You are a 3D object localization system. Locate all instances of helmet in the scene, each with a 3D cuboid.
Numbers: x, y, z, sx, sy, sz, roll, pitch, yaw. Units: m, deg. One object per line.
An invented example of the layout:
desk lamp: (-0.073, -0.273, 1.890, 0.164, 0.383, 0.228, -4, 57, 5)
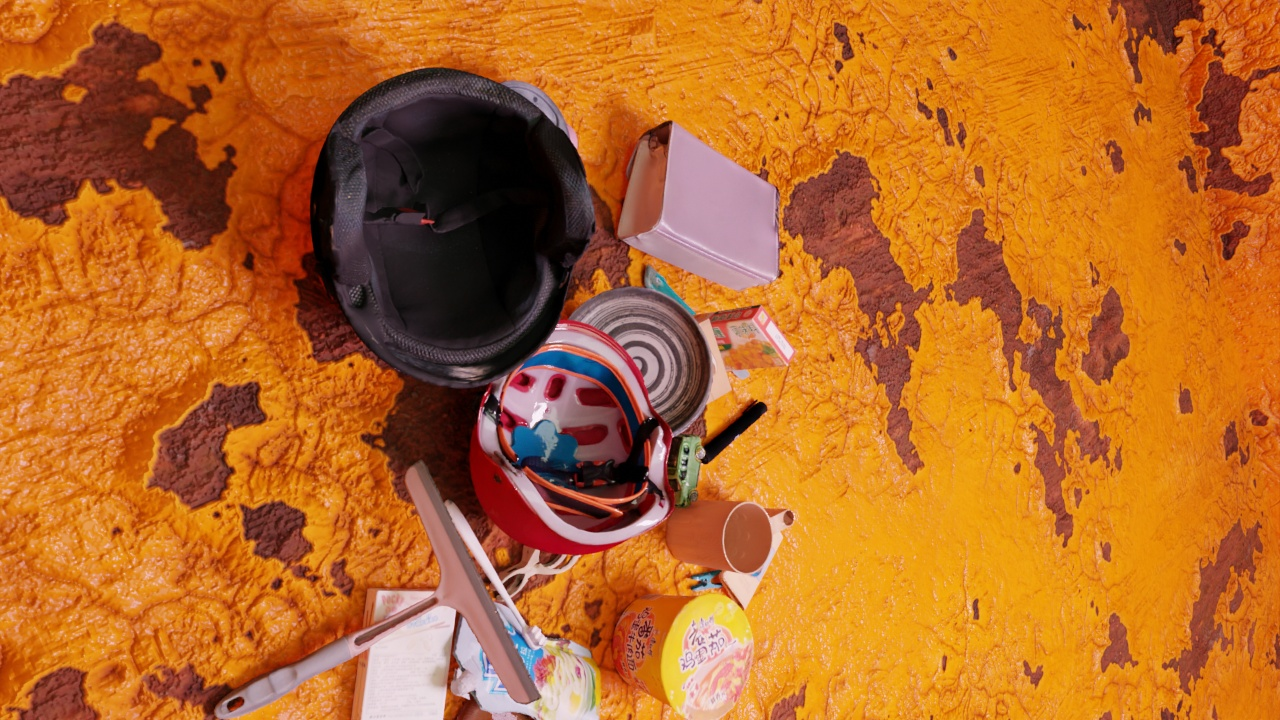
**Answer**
helmet: (-0.084, 0.092, 0.945, 0.206, 0.144, 0.239, 12, 53, -26)
helmet: (-0.177, -0.120, 0.833, 0.233, 0.230, 0.275, -7, 103, -20)

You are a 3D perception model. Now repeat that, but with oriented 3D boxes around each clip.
clip: (0.084, 0.274, 1.145, 0.056, 0.014, 0.043, 3, 86, -41)
clip: (-0.106, 0.224, 0.984, 0.092, 0.035, 0.103, 40, 67, -28)

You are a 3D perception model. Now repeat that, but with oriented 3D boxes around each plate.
plate: (-0.006, 0.006, 1.015, 0.024, 0.180, 0.179, -42, 117, -71)

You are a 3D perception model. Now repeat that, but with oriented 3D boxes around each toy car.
toy car: (0.049, 0.133, 1.111, 0.036, 0.043, 0.091, 17, 74, -40)

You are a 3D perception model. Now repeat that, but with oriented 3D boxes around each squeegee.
squeegee: (-0.258, 0.254, 0.830, 0.249, 0.040, 0.247, -25, 79, -18)

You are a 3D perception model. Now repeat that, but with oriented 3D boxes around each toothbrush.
toothbrush: (-0.149, 0.218, 0.937, 0.180, 0.016, 0.016, 58, 29, -3)

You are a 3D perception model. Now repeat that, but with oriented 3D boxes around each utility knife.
utility knife: (0.074, -0.043, 1.164, 0.216, 0.013, 0.029, 43, 65, -29)

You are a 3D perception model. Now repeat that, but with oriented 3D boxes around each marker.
marker: (0.119, 0.091, 1.186, 0.131, 0.020, 0.022, -36, 92, -36)

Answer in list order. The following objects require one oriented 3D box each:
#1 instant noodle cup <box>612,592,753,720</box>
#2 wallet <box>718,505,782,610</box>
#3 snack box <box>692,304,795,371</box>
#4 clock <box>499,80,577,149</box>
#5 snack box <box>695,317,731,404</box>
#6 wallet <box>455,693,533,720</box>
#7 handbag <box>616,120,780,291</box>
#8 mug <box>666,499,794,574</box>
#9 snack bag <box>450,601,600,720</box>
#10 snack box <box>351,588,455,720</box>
instant noodle cup: (0.042, 0.329, 1.045, 0.137, 0.110, 0.138, 5, 83, -39)
wallet: (0.141, 0.251, 1.179, 0.115, 0.024, 0.087, -54, 135, -28)
snack box: (0.103, -0.023, 1.094, 0.077, 0.156, 0.027, 50, 59, -24)
clock: (-0.124, -0.225, 0.991, 0.158, 0.060, 0.117, 27, 69, -33)
snack box: (0.038, 0.009, 1.079, 0.076, 0.095, 0.093, -26, 102, -38)
wallet: (-0.149, 0.405, 0.937, 0.124, 0.032, 0.101, 44, 64, -27)
handbag: (0.077, -0.184, 1.125, 0.196, 0.099, 0.144, 20, 76, -35)
mug: (0.108, 0.204, 1.112, 0.124, 0.104, 0.084, -17, 97, -39)
snack bag: (-0.118, 0.321, 0.949, 0.191, 0.039, 0.110, 38, 45, -33)
snack box: (-0.228, 0.299, 0.883, 0.084, 0.027, 0.156, 12, 79, -37)
